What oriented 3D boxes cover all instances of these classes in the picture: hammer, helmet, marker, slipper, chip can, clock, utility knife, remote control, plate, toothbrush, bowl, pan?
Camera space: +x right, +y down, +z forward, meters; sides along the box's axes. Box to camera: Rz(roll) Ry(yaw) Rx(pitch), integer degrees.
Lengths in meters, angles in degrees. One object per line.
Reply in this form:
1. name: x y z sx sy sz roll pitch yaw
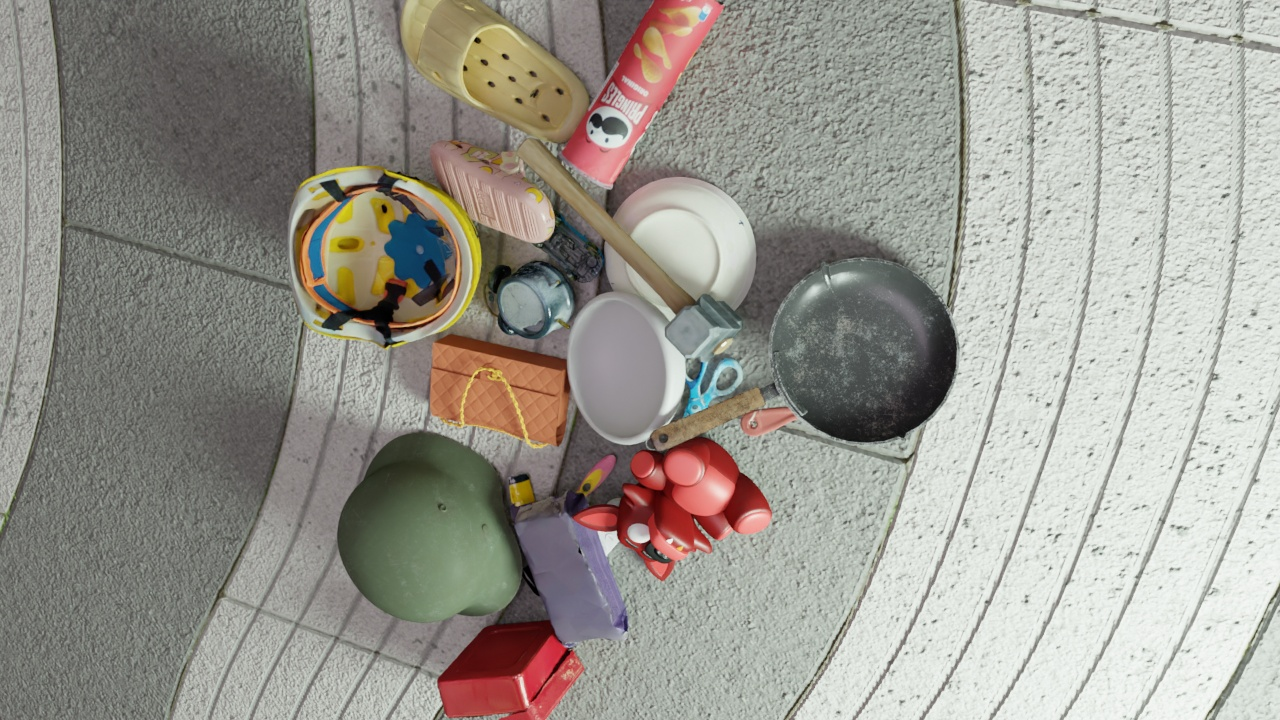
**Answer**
1. hammer: -0.019 -0.128 1.010 0.323 0.117 0.051 46 110 11
2. helmet: -0.288 -0.129 1.098 0.240 0.139 0.209 6 107 6
3. marker: -0.165 0.252 1.218 0.022 0.016 0.138 -31 92 -7
4. slipper: -0.180 -0.337 1.049 0.261 0.079 0.111 34 113 6
5. slipper: -0.161 -0.205 1.073 0.197 0.081 0.093 32 147 28
6. chip can: 0.000 -0.306 1.008 0.073 0.073 0.233 37 109 5
7. clock: -0.138 -0.072 1.105 0.130 0.052 0.090 6 118 35
8. utility knife: -0.144 0.222 1.199 0.030 0.017 0.155 -15 98 -12
9. helmet: -0.283 0.236 1.170 0.268 0.153 0.227 40 111 5
10. remote control: -0.054 0.230 1.180 0.043 0.013 0.137 40 110 4
11. plate: 0.041 -0.119 1.059 0.182 0.034 0.182 4 104 15
12. toothbrush: -0.074 0.168 1.172 0.021 0.016 0.136 42 108 5
13. bowl: -0.006 0.006 1.069 0.177 0.066 0.176 10 103 45
14. pan: 0.170 0.022 1.003 0.357 0.040 0.207 -23 85 3

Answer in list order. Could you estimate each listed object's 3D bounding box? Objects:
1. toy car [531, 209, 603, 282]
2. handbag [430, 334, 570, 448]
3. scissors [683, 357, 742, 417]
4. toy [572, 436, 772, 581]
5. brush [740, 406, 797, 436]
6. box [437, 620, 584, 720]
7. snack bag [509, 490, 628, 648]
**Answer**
1. toy car: -0.088 -0.137 1.092 0.105 0.032 0.048 41 109 5
2. handbag: -0.179 0.042 1.149 0.172 0.060 0.109 12 110 13
3. scissors: 0.063 0.048 1.106 0.083 0.015 0.141 28 110 6
4. toy: 0.039 0.179 1.089 0.158 0.120 0.198 37 116 -22
5. brush: 0.199 0.052 1.056 0.173 0.030 0.041 -17 98 18
6. box: -0.165 0.405 1.180 0.137 0.157 0.122 -29 89 18
7. snack bag: -0.090 0.269 1.160 0.096 0.058 0.205 -17 99 18
